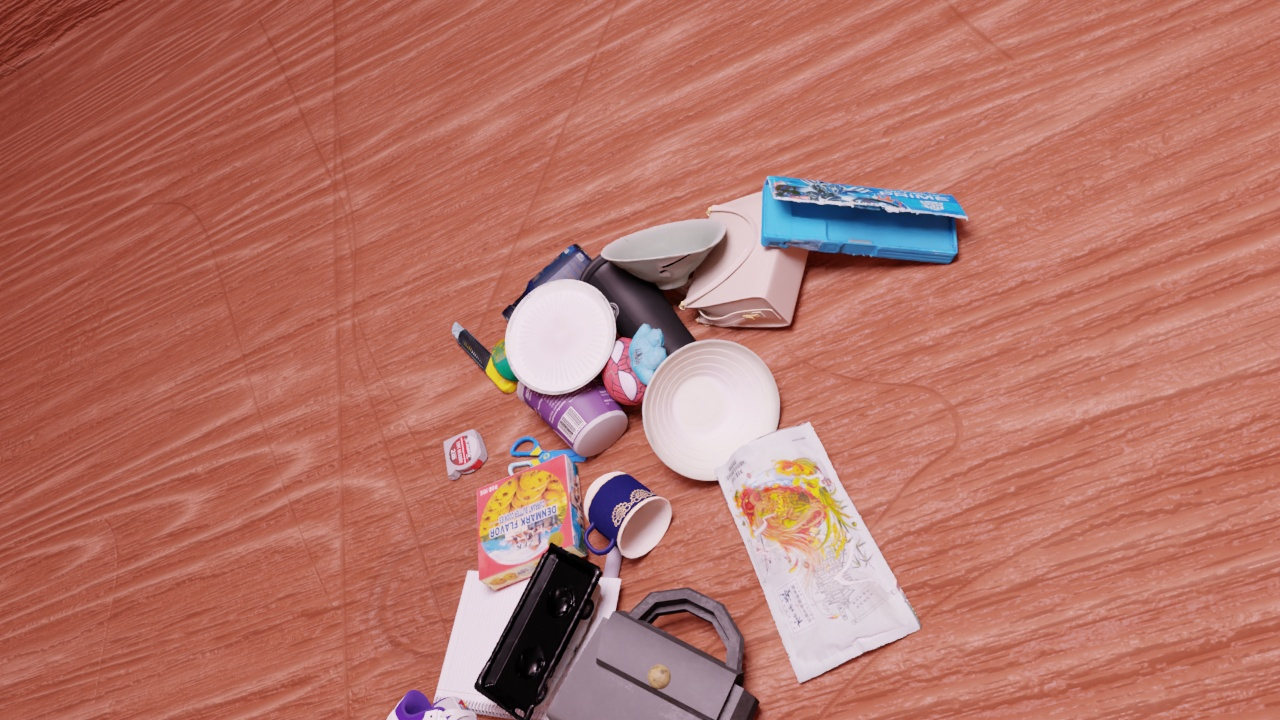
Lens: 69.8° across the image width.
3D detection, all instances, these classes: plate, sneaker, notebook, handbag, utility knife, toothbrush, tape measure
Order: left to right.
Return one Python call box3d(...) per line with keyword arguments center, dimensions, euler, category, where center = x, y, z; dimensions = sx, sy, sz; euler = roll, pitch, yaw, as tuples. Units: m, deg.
box3d(center=(-0.218, 0.466, 1.091), dimensions=(0.245, 0.092, 0.111), euler=(7, 69, 37), category="sneaker")
box3d(center=(-0.256, 0.136, 1.341), dimensions=(0.062, 0.020, 0.060), euler=(-26, 54, 12), category="tape measure")
box3d(center=(-0.246, -0.008, 1.418), dimensions=(0.029, 0.020, 0.188), euler=(-46, 54, -3), category="utility knife")
box3d(center=(-0.146, 0.356, 1.151), dimensions=(0.246, 0.013, 0.177), euler=(-5, 60, 31), category="notebook")
box3d(center=(-0.105, -0.031, 1.206), dimensions=(0.157, 0.014, 0.156), euler=(-5, 74, 17), category="plate")
box3d(center=(-0.048, 0.319, 1.130), dimensions=(0.019, 0.018, 0.187), euler=(-2, 62, 28), category="toothbrush")
box3d(center=(0.031, 0.349, 1.005), dimensions=(0.197, 0.102, 0.199), euler=(21, 68, 22), category="handbag")
box3d(center=(0.124, -0.136, 1.261), dimensions=(0.198, 0.101, 0.194), euler=(-3, 62, 40), category="handbag")

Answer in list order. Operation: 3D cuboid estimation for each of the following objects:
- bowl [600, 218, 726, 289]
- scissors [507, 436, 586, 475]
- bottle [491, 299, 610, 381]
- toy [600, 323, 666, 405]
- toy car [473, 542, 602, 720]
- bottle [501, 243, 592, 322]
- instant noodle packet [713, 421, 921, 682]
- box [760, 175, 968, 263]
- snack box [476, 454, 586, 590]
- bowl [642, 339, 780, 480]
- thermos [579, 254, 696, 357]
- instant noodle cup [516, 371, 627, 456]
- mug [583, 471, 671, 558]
box3d(center=(0.037, -0.133, 1.232), dimensions=(0.174, 0.068, 0.174), euler=(-11, 22, 4), category="bowl")
box3d(center=(-0.129, 0.130, 1.284), dimensions=(0.131, 0.022, 0.070), euler=(-13, 58, 26), category="scissors")
box3d(center=(-0.125, -0.035, 1.294), dimensions=(0.210, 0.068, 0.068), euler=(-27, 50, 40), category="bottle")
box3d(center=(-0.007, 0.007, 1.178), dimensions=(0.133, 0.062, 0.092), euler=(-43, 63, 52), category="toy")
box3d(center=(-0.105, 0.325, 1.088), dimensions=(0.094, 0.071, 0.191), euler=(15, 72, 40), category="toy car")
box3d(center=(-0.140, -0.109, 1.396), dimensions=(0.161, 0.056, 0.056), euler=(-41, 52, 2), category="bottle")
box3d(center=(0.190, 0.210, 1.050), dimensions=(0.147, 0.057, 0.269), euler=(-30, 59, 12), category="instant noodle packet")
box3d(center=(0.277, -0.188, 1.144), dimensions=(0.243, 0.085, 0.091), euler=(5, 66, 0), category="box")
box3d(center=(-0.147, 0.214, 1.218), dimensions=(0.143, 0.040, 0.144), euler=(-23, 47, 14), category="snack box")
box3d(center=(0.083, 0.059, 1.156), dimensions=(0.176, 0.176, 0.058), euler=(-49, 12, -4), category="bowl")
box3d(center=(0.006, -0.058, 1.269), dimensions=(0.106, 0.106, 0.218), euler=(-38, 58, 3), category="thermos")
box3d(center=(-0.086, 0.064, 1.249), dimensions=(0.122, 0.121, 0.137), euler=(50, 136, 28), category="instant noodle cup")
box3d(center=(-0.032, 0.194, 1.145), dimensions=(0.111, 0.086, 0.089), euler=(-35, 46, -26), category="mug")
